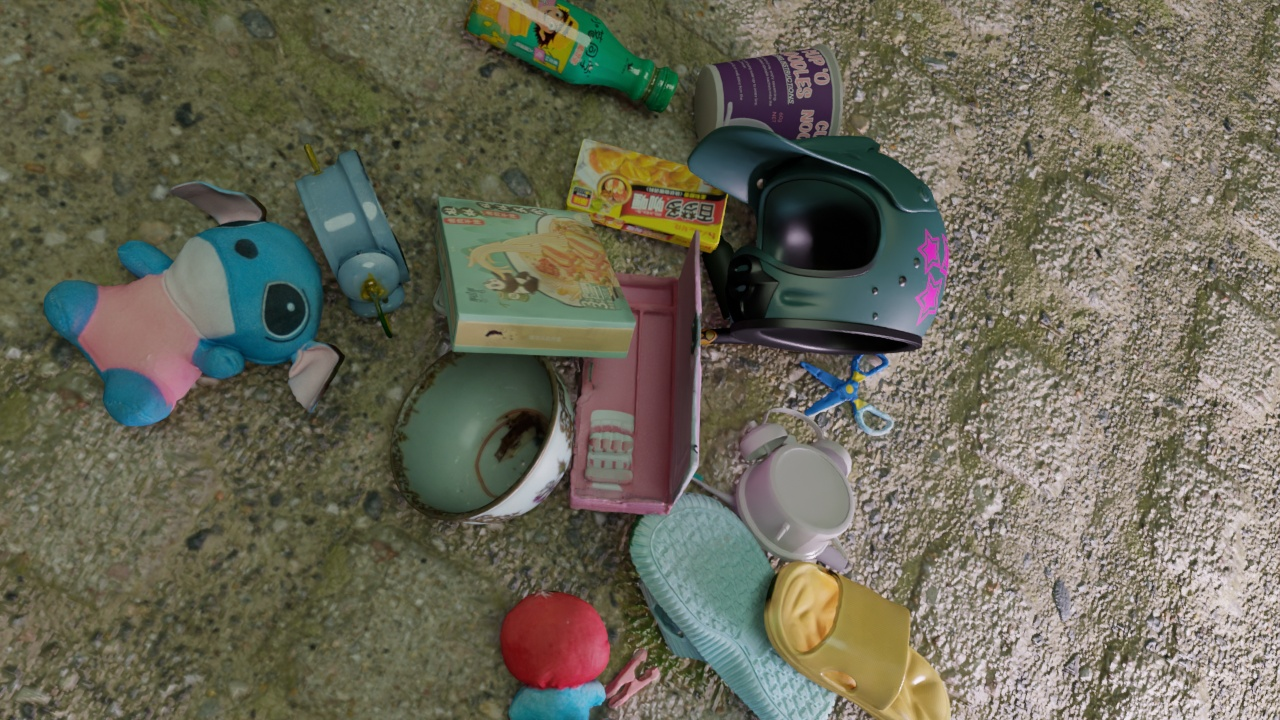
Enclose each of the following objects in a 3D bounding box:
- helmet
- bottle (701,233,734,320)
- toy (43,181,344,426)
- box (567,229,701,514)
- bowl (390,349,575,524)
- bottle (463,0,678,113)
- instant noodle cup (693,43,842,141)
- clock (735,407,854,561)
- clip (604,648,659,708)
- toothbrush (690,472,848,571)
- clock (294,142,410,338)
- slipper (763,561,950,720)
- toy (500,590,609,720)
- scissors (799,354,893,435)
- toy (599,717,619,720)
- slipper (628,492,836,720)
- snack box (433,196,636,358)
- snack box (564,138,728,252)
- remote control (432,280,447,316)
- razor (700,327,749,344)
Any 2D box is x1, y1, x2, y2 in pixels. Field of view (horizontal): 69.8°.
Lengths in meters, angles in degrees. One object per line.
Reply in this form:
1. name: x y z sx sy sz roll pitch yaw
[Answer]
1. helmet: 0.172 -0.117 0.869 0.274 0.177 0.200 7 82 -38
2. bottle: 0.079 -0.103 0.925 0.033 0.033 0.123 -17 84 -23
3. toy: -0.335 -0.029 0.715 0.191 0.099 0.224 -31 77 -18
4. box: -0.003 0.004 0.788 0.106 0.116 0.232 5 61 -2
5. bowl: -0.117 0.069 0.769 0.094 0.160 0.159 46 59 -52
6. bottle: -0.063 -0.306 0.894 0.209 0.068 0.068 22 72 -15
7. instant noodle cup: 0.125 -0.252 0.938 0.121 0.122 0.137 -4 89 -12
8. clock: 0.149 0.117 0.885 0.120 0.061 0.159 18 49 -20
9. clip: -0.006 0.288 0.818 0.045 0.023 0.059 33 64 -10
10. toothbrush: 0.123 0.155 0.894 0.188 0.018 0.019 30 68 -13
11. clock: -0.231 -0.096 0.761 0.060 0.118 0.162 -23 81 -13
12. slipper: 0.219 0.267 0.844 0.263 0.079 0.099 43 43 -24
13. toy: -0.072 0.259 0.780 0.092 0.062 0.133 -2 97 -7
14. scissors: 0.221 0.038 0.962 0.125 0.016 0.123 -26 86 -25
15. toy: 0.030 0.368 0.756 0.181 0.114 0.183 -8 100 13
16. slipper: 0.082 0.232 0.838 0.115 0.070 0.276 -42 104 -25
17. snack box: -0.097 -0.073 0.785 0.141 0.044 0.193 3 36 -20
18. snack box: 0.008 -0.161 0.898 0.152 0.025 0.075 14 74 -5
19. remote control: -0.117 -0.046 0.827 0.133 0.022 0.050 18 72 2
20. razor: 0.050 -0.023 0.905 0.144 0.021 0.044 -3 80 -24
